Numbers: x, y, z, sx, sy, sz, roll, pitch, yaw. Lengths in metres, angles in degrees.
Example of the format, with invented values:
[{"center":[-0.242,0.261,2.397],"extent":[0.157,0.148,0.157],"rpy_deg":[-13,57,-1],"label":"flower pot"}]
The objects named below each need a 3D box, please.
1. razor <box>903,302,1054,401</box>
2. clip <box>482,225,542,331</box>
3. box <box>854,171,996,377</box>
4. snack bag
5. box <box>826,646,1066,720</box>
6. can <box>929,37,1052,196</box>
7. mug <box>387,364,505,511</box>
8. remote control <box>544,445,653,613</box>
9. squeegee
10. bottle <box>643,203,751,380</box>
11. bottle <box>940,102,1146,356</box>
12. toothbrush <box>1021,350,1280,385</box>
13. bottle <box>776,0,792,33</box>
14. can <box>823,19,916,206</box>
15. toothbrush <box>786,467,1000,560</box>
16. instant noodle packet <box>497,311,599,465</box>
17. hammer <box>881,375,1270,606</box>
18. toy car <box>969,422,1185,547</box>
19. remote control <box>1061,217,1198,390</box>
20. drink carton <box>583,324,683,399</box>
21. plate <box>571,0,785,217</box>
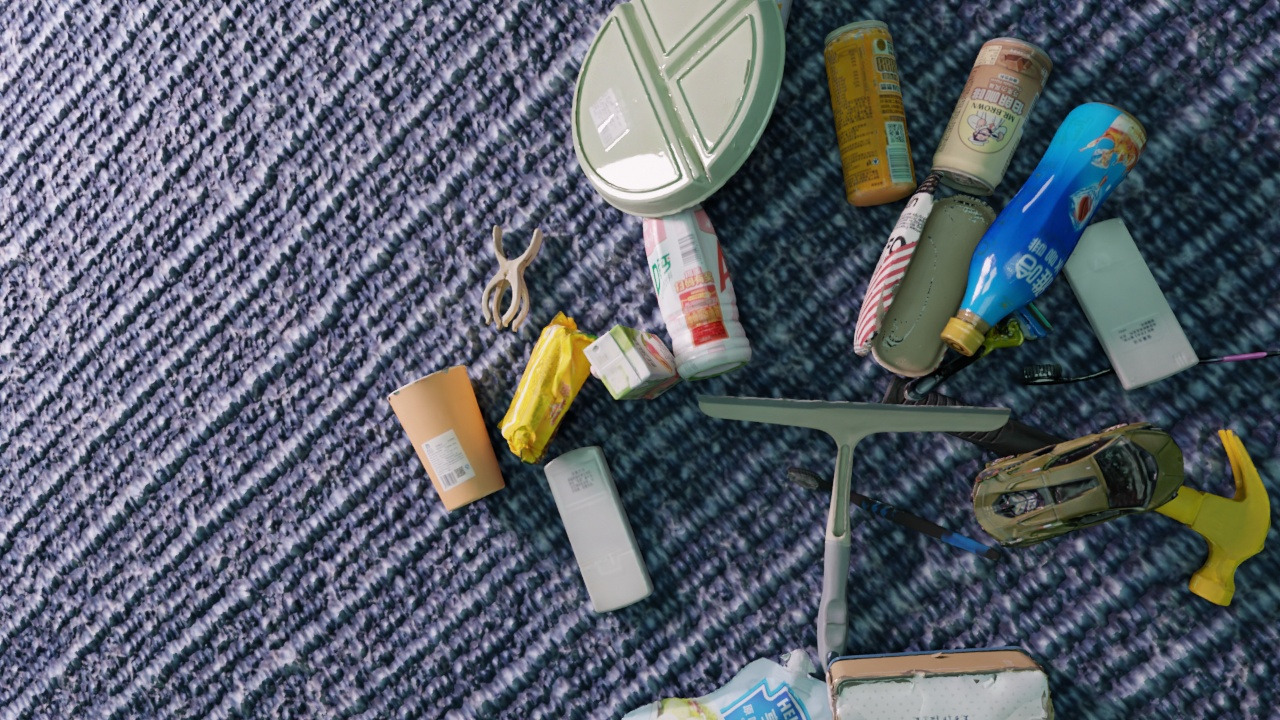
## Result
[{"center":[0.271,-0.004,0.751],"extent":[0.142,0.022,0.042],"rpy_deg":[-31,73,-14],"label":"razor"},{"center":[-0.123,-0.079,0.876],"extent":[0.072,0.034,0.100],"rpy_deg":[5,81,16],"label":"clip"},{"center":[0.237,-0.068,0.755],"extent":[0.086,0.075,0.162],"rpy_deg":[21,86,3],"label":"box"},{"center":[0.085,0.329,0.800],"extent":[0.191,0.039,0.110],"rpy_deg":[-25,75,11],"label":"snack bag"},{"center":[0.245,0.282,0.736],"extent":[0.184,0.062,0.089],"rpy_deg":[-3,87,5],"label":"box"},{"center":[0.288,-0.200,0.755],"extent":[0.058,0.058,0.116],"rpy_deg":[24,94,15],"label":"can"},{"center":[-0.177,0.075,0.863],"extent":[0.078,0.078,0.122],"rpy_deg":[-25,86,12],"label":"mug"},{"center":[-0.039,0.154,0.847],"extent":[0.058,0.021,0.150],"rpy_deg":[-22,82,13],"label":"remote control"},{"center":[0.169,0.148,0.774],"extent":[0.246,0.039,0.247],"rpy_deg":[2,102,5],"label":"squeegee"},{"center":[0.041,-0.083,0.815],"extent":[0.068,0.068,0.197],"rpy_deg":[-18,79,13],"label":"bottle"},{"center":[0.311,-0.100,0.727],"extent":[0.065,0.065,0.218],"rpy_deg":[36,89,14],"label":"bottle"},{"center":[0.407,0.002,0.738],"extent":[0.189,0.014,0.017],"rpy_deg":[-7,76,14],"label":"toothbrush"},{"center":[0.090,-0.275,0.806],"extent":[0.068,0.068,0.189],"rpy_deg":[13,91,15],"label":"bottle"},{"center":[0.194,-0.208,0.781],"extent":[0.058,0.058,0.146],"rpy_deg":[-9,85,14],"label":"can"},{"center":[0.213,0.131,0.784],"extent":[0.189,0.016,0.014],"rpy_deg":[22,99,14],"label":"toothbrush"},{"center":[-0.083,0.022,0.830],"extent":[0.044,0.111,0.128],"rpy_deg":[25,92,-21],"label":"instant noodle packet"},{"center":[0.344,0.079,0.742],"extent":[0.301,0.032,0.129],"rpy_deg":[21,93,15],"label":"hammer"},{"center":[0.336,0.095,0.706],"extent":[0.158,0.042,0.070],"rpy_deg":[-21,84,11],"label":"toy car"},{"center":[0.386,-0.046,0.735],"extent":[0.056,0.019,0.135],"rpy_deg":[-25,74,12],"label":"remote control"},{"center":[-0.005,0.005,0.792],"extent":[0.045,0.122,0.053],"rpy_deg":[-36,80,12],"label":"drink carton"},{"center":[0.022,-0.239,0.794],"extent":[0.231,0.027,0.230],"rpy_deg":[-11,74,40],"label":"plate"}]
